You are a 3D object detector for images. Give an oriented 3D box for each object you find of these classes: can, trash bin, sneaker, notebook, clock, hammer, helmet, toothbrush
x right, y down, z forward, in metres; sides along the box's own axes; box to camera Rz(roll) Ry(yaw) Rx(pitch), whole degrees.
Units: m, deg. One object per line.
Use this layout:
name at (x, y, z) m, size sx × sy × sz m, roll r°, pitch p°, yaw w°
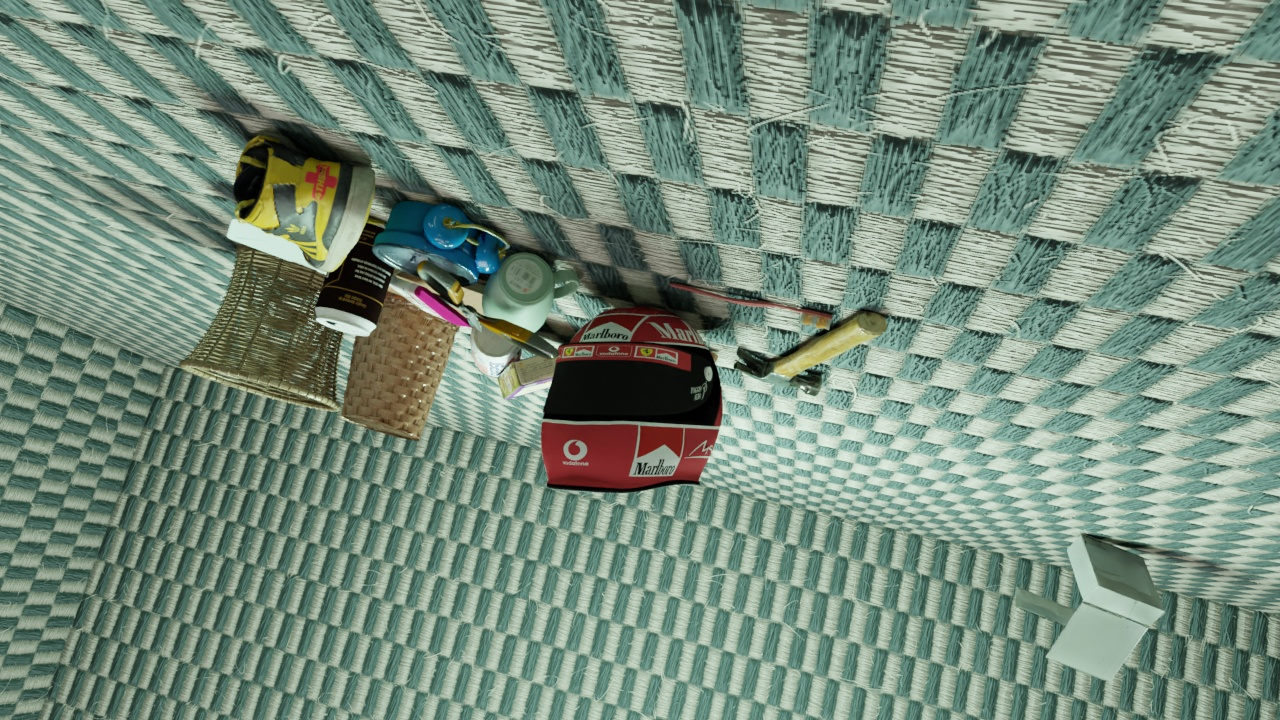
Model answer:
can at (-0.221, -0.024, 1.411) m, size 0.078 × 0.078 × 0.136 m, roll 15°, pitch 168°, yaw -5°
trash bin at (-0.363, -0.001, 1.360) m, size 0.151 × 0.210 × 0.151 m, roll 14°, pitch 167°, yaw 3°
sneaker at (-0.362, -0.157, 0.954) m, size 0.122 × 0.086 × 0.239 m, roll 14°, pitch 165°, yaw -28°
notebook at (-0.246, -0.088, 1.220) m, size 0.169 × 0.022 × 0.211 m, roll 19°, pitch 170°, yaw -24°
can at (-0.331, -0.099, 1.079) m, size 0.072 × 0.128 × 0.072 m, roll 13°, pitch 168°, yaw 3°
clock at (-0.214, -0.127, 0.998) m, size 0.162 × 0.060 × 0.116 m, roll 4°, pitch 163°, yaw 33°
hammer at (0.211, -0.009, 1.119) m, size 0.132 × 0.033 × 0.331 m, roll 17°, pitch 167°, yaw -7°
helmet at (-0.008, 0.044, 1.128) m, size 0.198 × 0.224 × 0.270 m, roll 0°, pitch 174°, yaw 28°
toothbrush at (0.120, -0.062, 1.016) m, size 0.184 × 0.015 × 0.015 m, roll 14°, pitch 174°, yaw 8°

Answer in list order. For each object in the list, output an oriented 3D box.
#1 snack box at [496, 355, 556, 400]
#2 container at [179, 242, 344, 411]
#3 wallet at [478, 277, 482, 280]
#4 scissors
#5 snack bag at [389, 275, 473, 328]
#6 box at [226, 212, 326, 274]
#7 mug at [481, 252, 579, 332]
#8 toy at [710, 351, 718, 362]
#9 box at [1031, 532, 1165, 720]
snack box at (-0.135, 0.015, 1.403) m, size 0.143 × 0.040 × 0.148 m, roll -16°, pitch 175°, yaw -20°
container at (-0.530, -0.049, 1.359) m, size 0.227 × 0.196 × 0.227 m, roll 13°, pitch 168°, yaw 3°
wallet at (-0.248, -0.110, 1.207) m, size 0.087 × 0.013 × 0.121 m, roll 9°, pitch 168°, yaw 32°
scissors at (-0.191, -0.059, 1.023) m, size 0.225 × 0.016 × 0.226 m, roll 23°, pitch 166°, yaw 35°
snack bag at (-0.255, -0.071, 1.078) m, size 0.070 × 0.016 × 0.197 m, roll 41°, pitch 170°, yaw -29°
box at (-0.411, -0.144, 1.152) m, size 0.198 × 0.070 × 0.085 m, roll 21°, pitch -175°, yaw -22°
mug at (-0.126, -0.083, 1.074) m, size 0.111 × 0.084 × 0.104 m, roll -11°, pitch 170°, yaw -17°
toy at (0.067, 0.024, 1.324) m, size 0.074 × 0.085 × 0.106 m, roll -14°, pitch -164°, yaw -13°
box at (1.010, 0.597, 2.002) m, size 0.167 × 0.412 × 0.150 m, roll 22°, pitch 163°, yaw -4°
